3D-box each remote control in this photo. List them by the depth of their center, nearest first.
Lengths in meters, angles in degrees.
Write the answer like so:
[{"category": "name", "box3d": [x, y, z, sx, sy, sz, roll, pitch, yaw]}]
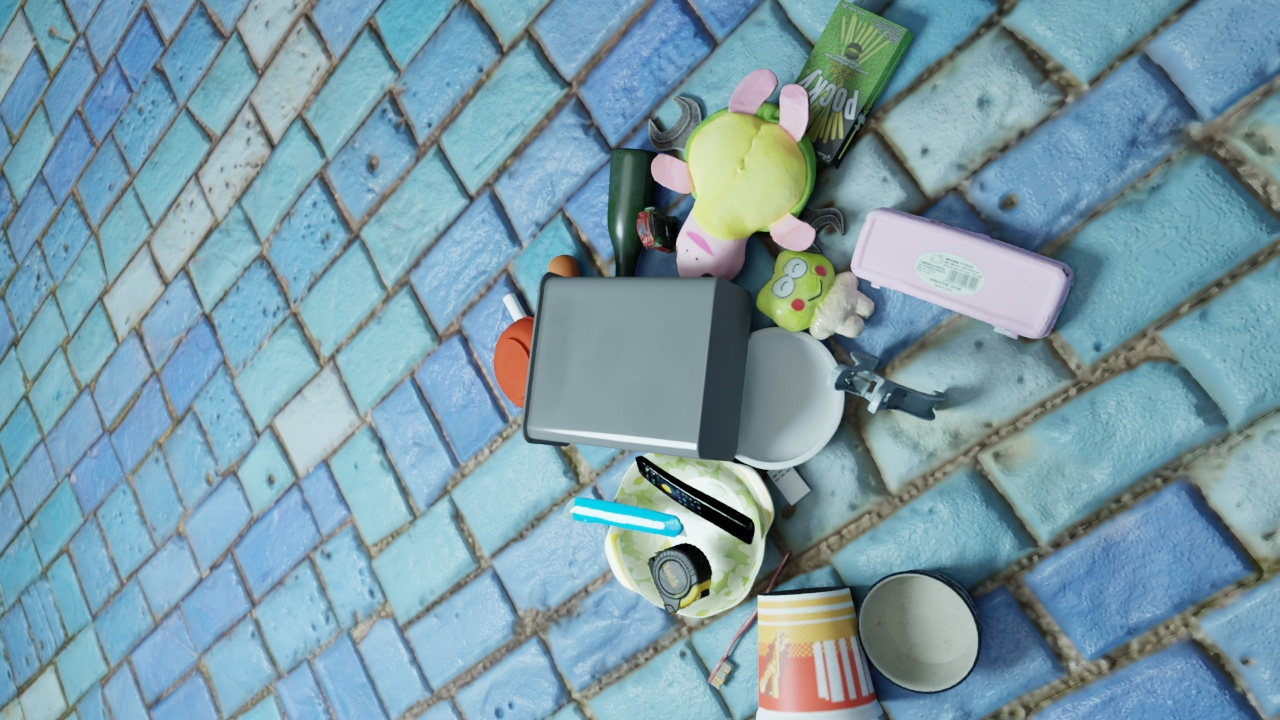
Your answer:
[{"category": "remote control", "box3d": [0.056, 0.144, 0.969, 0.152, 0.041, 0.020, 28, 63, 28]}, {"category": "remote control", "box3d": [0.138, 0.099, 1.000, 0.028, 0.011, 0.124, -45, 69, 24]}]

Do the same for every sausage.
[{"category": "sausage", "box3d": [-0.080, -0.047, 1.111, 0.044, 0.039, 0.164, 152, 106, -71]}]

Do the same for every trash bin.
[{"category": "trash bin", "box3d": [-0.006, 0.006, 0.985, 0.220, 0.097, 0.191, 4, 84, 32]}]

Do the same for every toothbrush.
[{"category": "toothbrush", "box3d": [0.123, 0.287, 1.012, 0.016, 0.015, 0.185, 33, 106, 23]}]

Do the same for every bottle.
[{"category": "bottle", "box3d": [-0.013, -0.155, 1.064, 0.055, 0.055, 0.174, 10, 100, 30]}]

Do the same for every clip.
[{"category": "clip", "box3d": [0.206, 0.011, 0.876, 0.143, 0.171, 0.029, 34, 106, 36]}]

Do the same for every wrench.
[{"category": "wrench", "box3d": [0.112, -0.206, 1.012, 0.273, 0.010, 0.070, 41, 111, 24]}]

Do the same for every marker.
[{"category": "marker", "box3d": [-0.137, -0.028, 1.159, 0.017, 0.020, 0.133, -28, 74, -10]}]

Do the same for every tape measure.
[{"category": "tape measure", "box3d": [0.045, 0.226, 0.976, 0.063, 0.038, 0.067, -39, 69, 34]}]

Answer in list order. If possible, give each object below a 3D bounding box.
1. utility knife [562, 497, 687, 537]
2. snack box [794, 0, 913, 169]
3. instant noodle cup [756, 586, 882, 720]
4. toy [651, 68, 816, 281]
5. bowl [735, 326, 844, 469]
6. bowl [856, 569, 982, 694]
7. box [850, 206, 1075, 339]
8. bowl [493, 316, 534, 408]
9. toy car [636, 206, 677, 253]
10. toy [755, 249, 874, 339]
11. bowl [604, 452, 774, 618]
[{"category": "utility knife", "box3d": [-0.018, 0.176, 1.025, 0.159, 0.015, 0.031, 7, 97, 30]}, {"category": "snack box", "box3d": [0.205, -0.284, 0.946, 0.080, 0.025, 0.148, 37, 109, 25]}, {"category": "instant noodle cup", "box3d": [0.172, 0.295, 0.928, 0.124, 0.123, 0.121, -12, 77, 30]}, {"category": "toy", "box3d": [0.104, -0.180, 0.958, 0.190, 0.087, 0.239, 26, 114, 12]}, {"category": "bowl", "box3d": [0.147, 0.041, 0.971, 0.150, 0.043, 0.149, -6, 78, 27]}, {"category": "bowl", "box3d": [0.276, 0.257, 0.892, 0.116, 0.059, 0.115, 1, 91, 31]}, {"category": "box", "box3d": [0.305, -0.085, 0.885, 0.202, 0.044, 0.086, 24, 108, 28]}, {"category": "bowl", "box3d": [-0.146, 0.008, 1.137, 0.122, 0.035, 0.122, 12, 108, 43]}, {"category": "toy car", "box3d": [0.019, -0.143, 1.022, 0.036, 0.091, 0.042, -8, 86, 17]}, {"category": "toy", "box3d": [0.182, -0.065, 0.946, 0.115, 0.046, 0.092, 26, 73, 16]}, {"category": "bowl", "box3d": [0.062, 0.185, 1.020, 0.220, 0.060, 0.188, -31, 74, 27]}]
